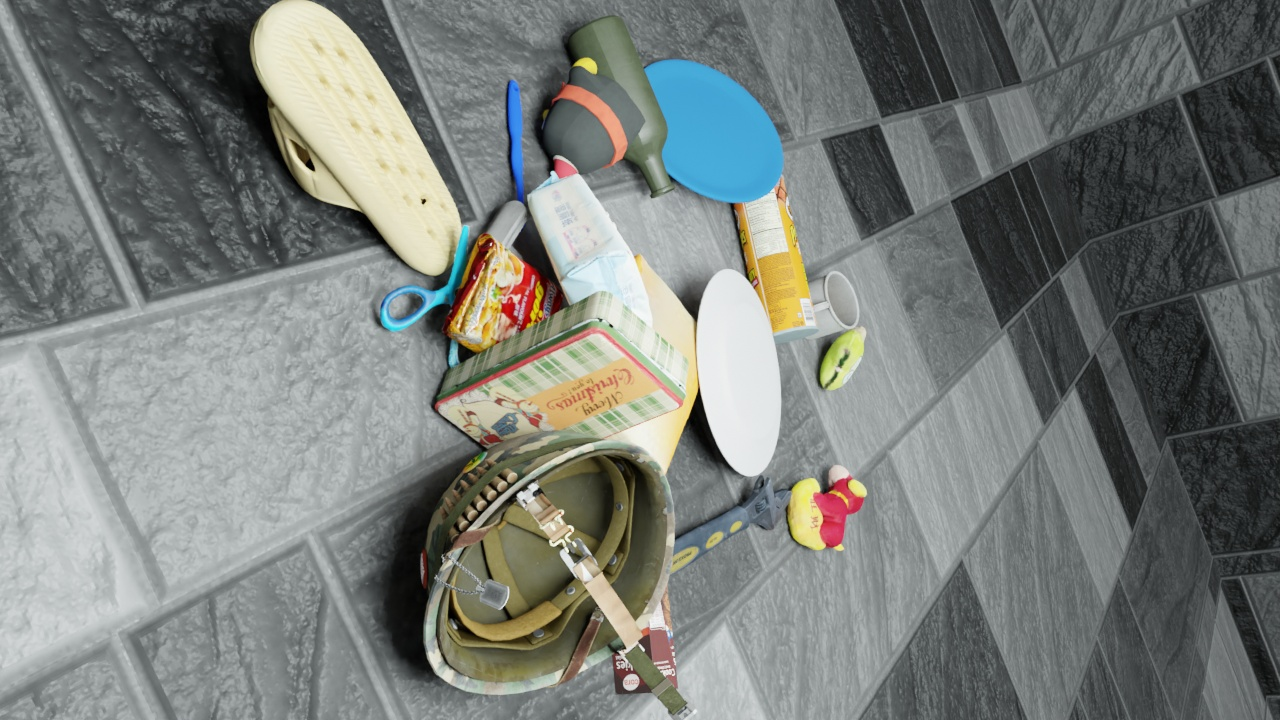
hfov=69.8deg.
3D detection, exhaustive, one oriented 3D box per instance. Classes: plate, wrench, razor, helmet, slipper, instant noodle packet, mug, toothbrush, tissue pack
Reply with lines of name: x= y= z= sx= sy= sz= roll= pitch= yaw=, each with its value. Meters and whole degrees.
plate: x=0.083 y=-0.291 z=1.181 sx=0.224 sy=0.024 sz=0.224 roll=13 pitch=58 yaw=-22
plate: x=0.125 y=0.012 z=1.067 sx=0.242 sy=0.016 sz=0.242 roll=24 pitch=62 yaw=-58
wrench: x=0.092 y=0.187 z=1.021 sx=0.272 sy=0.022 sz=0.073 roll=-18 pitch=117 yaw=-48
razor: x=-0.114 y=-0.084 z=0.899 sx=0.116 sy=0.047 sz=0.088 roll=53 pitch=42 yaw=-31
helmet: x=-0.066 y=0.158 z=0.703 sx=0.223 sy=0.237 sz=0.193 roll=-48 pitch=127 yaw=-31
slipper: x=-0.240 y=-0.175 z=0.765 sx=0.261 sy=0.079 sz=0.111 roll=59 pitch=37 yaw=-43
instant noodle packet: x=-0.120 y=-0.046 z=0.821 sx=0.135 sy=0.040 sz=0.098 roll=37 pitch=66 yaw=-59
mug: x=0.248 y=-0.073 z=1.276 sx=0.113 sy=0.071 sz=0.084 roll=-16 pitch=87 yaw=-50
toothbrush: x=-0.130 y=-0.214 z=0.952 sx=0.016 sy=0.018 sz=0.182 roll=16 pitch=60 yaw=-44
tissue pack: x=-0.048 y=-0.095 z=0.870 sx=0.181 sy=0.070 sz=0.112 roll=-116 pitch=-177 yaw=-47

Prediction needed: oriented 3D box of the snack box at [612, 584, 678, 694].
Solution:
snack box: x=-0.001 y=0.243 z=0.879 sx=0.031 sy=0.051 sz=0.140 roll=11 pitch=67 yaw=-46

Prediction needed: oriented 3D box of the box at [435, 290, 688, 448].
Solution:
box: x=-0.069 y=0.023 z=0.773 sx=0.117 sy=0.206 sz=0.050 roll=40 pitch=42 yaw=-34

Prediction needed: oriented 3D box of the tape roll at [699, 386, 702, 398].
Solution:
tape roll: x=0.112 y=0.036 z=1.111 sx=0.094 sy=0.027 sz=0.093 roll=22 pitch=59 yaw=-42

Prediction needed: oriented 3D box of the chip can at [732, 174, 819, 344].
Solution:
chip can: x=0.176 y=-0.135 z=1.217 sx=0.075 sy=0.075 sz=0.215 roll=1 pitch=74 yaw=-48

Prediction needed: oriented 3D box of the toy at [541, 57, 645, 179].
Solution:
toy: x=-0.060 y=-0.248 z=0.986 sx=0.119 sy=0.100 sz=0.098 roll=-48 pitch=158 yaw=-22

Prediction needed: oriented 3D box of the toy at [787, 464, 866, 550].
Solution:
toy: x=0.239 y=0.193 z=1.169 sx=0.137 sy=0.067 sz=0.105 roll=-22 pitch=95 yaw=-43

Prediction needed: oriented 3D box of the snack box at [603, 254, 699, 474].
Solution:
snack box: x=-0.006 y=0.006 z=0.948 sx=0.145 sy=0.081 sz=0.194 roll=48 pitch=45 yaw=-25

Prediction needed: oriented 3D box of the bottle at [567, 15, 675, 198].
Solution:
bottle: x=-0.014 y=-0.290 z=1.069 sx=0.071 sy=0.072 sz=0.207 roll=-29 pitch=97 yaw=-50

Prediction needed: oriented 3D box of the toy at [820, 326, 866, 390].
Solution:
toy: x=0.288 y=-0.009 z=1.292 sx=0.046 sy=0.092 sz=0.115 roll=28 pitch=33 yaw=9

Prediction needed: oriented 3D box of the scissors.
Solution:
scissors: x=-0.172 y=-0.054 z=0.804 sx=0.134 sy=0.012 sz=0.134 roll=4 pitch=98 yaw=-42
